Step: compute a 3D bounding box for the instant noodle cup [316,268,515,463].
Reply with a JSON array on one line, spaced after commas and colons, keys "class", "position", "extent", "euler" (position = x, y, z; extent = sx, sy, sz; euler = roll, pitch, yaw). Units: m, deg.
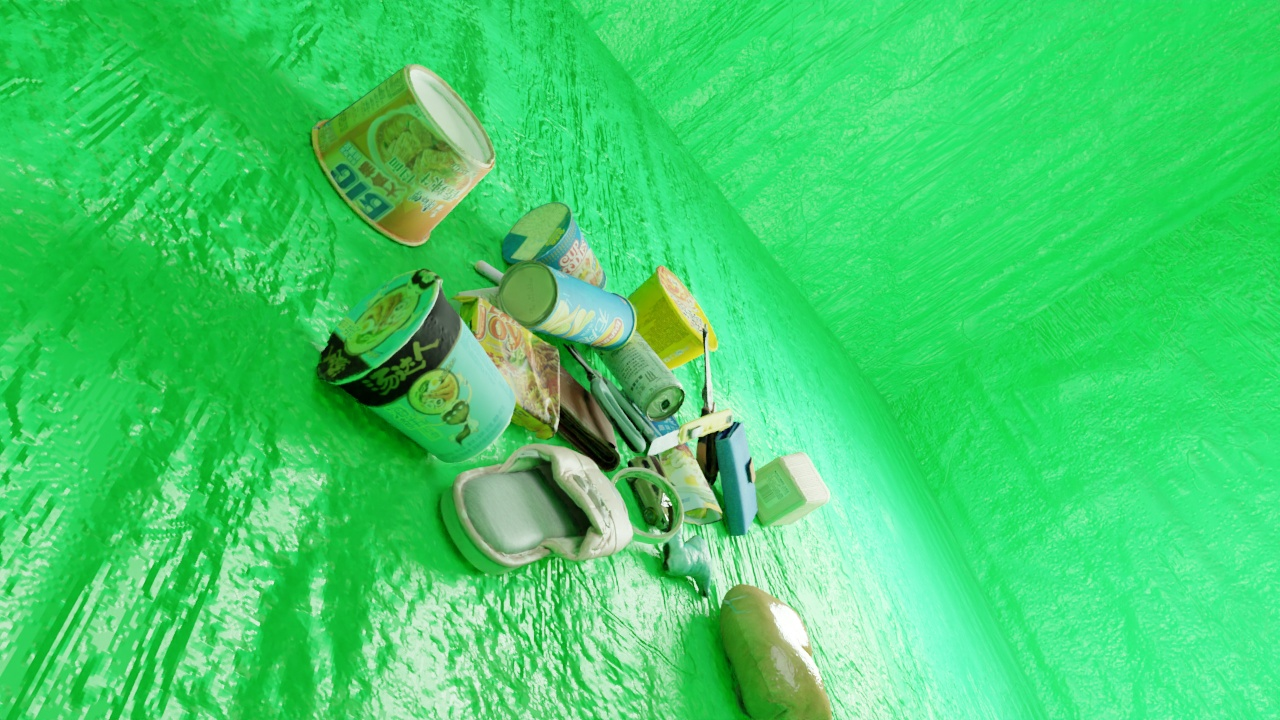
[{"class": "instant noodle cup", "position": [-0.157, 0.012, 0.685], "extent": [0.120, 0.111, 0.111], "euler": [51, 16, -33]}]

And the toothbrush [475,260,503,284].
[{"class": "toothbrush", "position": [-0.125, -0.074, 1.061], "extent": [0.189, 0.029, 0.021], "euler": [31, 67, -52]}]

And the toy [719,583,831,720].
[{"class": "toy", "position": [0.137, 0.298, 0.986], "extent": [0.143, 0.082, 0.225], "euler": [53, 13, -25]}]

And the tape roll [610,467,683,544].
[{"class": "tape roll", "position": [0.004, 0.148, 0.939], "extent": [0.085, 0.014, 0.085], "euler": [19, 43, -19]}]

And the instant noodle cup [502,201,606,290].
[{"class": "instant noodle cup", "position": [-0.096, -0.120, 1.110], "extent": [0.110, 0.099, 0.099], "euler": [50, 17, -42]}]

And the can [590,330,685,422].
[{"class": "can", "position": [-0.007, 0.006, 1.111], "extent": [0.058, 0.058, 0.146], "euler": [32, 15, -52]}]

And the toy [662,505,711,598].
[{"class": "toy", "position": [0.048, 0.203, 0.976], "extent": [0.091, 0.030, 0.096], "euler": [22, 60, -55]}]

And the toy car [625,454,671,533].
[{"class": "toy car", "position": [0.016, 0.146, 1.006], "extent": [0.042, 0.035, 0.090], "euler": [22, 40, -58]}]

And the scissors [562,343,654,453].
[{"class": "scissors", "position": [-0.023, 0.053, 1.021], "extent": [0.170, 0.019, 0.180], "euler": [53, 6, 36]}]

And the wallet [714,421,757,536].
[{"class": "wallet", "position": [0.128, 0.155, 1.217], "extent": [0.106, 0.040, 0.133], "euler": [-32, 113, -72]}]

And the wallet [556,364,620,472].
[{"class": "wallet", "position": [-0.067, 0.050, 0.963], "extent": [0.124, 0.032, 0.101], "euler": [46, 15, -39]}]

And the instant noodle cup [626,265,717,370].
[{"class": "instant noodle cup", "position": [0.022, -0.042, 1.243], "extent": [0.138, 0.110, 0.137], "euler": [48, 19, -23]}]

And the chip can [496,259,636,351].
[{"class": "chip can", "position": [-0.074, -0.056, 1.005], "extent": [0.071, 0.071, 0.210], "euler": [60, 15, 16]}]

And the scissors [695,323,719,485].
[{"class": "scissors", "position": [0.085, 0.064, 1.186], "extent": [0.207, 0.015, 0.192], "euler": [66, 32, -54]}]

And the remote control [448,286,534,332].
[{"class": "remote control", "position": [-0.146, -0.049, 0.953], "extent": [0.058, 0.021, 0.149], "euler": [56, 18, 1]}]

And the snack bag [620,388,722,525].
[{"class": "snack bag", "position": [0.037, 0.111, 1.129], "extent": [0.110, 0.039, 0.191], "euler": [14, 42, -49]}]

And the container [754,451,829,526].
[{"class": "container", "position": [0.213, 0.193, 1.366], "extent": [0.090, 0.090, 0.110], "euler": [61, 20, 18]}]

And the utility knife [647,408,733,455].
[{"class": "utility knife", "position": [0.064, 0.086, 1.122], "extent": [0.218, 0.022, 0.031], "euler": [-10, 107, -53]}]

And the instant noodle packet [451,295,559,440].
[{"class": "instant noodle packet", "position": [-0.125, 0.003, 0.853], "extent": [0.128, 0.044, 0.110], "euler": [36, 36, -43]}]

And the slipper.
[{"class": "slipper", "position": [-0.071, 0.121, 0.782], "extent": [0.114, 0.054, 0.274], "euler": [60, 18, 16]}]

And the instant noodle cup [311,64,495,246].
[{"class": "instant noodle cup", "position": [-0.220, -0.203, 0.883], "extent": [0.151, 0.112, 0.151], "euler": [48, 19, -23]}]
